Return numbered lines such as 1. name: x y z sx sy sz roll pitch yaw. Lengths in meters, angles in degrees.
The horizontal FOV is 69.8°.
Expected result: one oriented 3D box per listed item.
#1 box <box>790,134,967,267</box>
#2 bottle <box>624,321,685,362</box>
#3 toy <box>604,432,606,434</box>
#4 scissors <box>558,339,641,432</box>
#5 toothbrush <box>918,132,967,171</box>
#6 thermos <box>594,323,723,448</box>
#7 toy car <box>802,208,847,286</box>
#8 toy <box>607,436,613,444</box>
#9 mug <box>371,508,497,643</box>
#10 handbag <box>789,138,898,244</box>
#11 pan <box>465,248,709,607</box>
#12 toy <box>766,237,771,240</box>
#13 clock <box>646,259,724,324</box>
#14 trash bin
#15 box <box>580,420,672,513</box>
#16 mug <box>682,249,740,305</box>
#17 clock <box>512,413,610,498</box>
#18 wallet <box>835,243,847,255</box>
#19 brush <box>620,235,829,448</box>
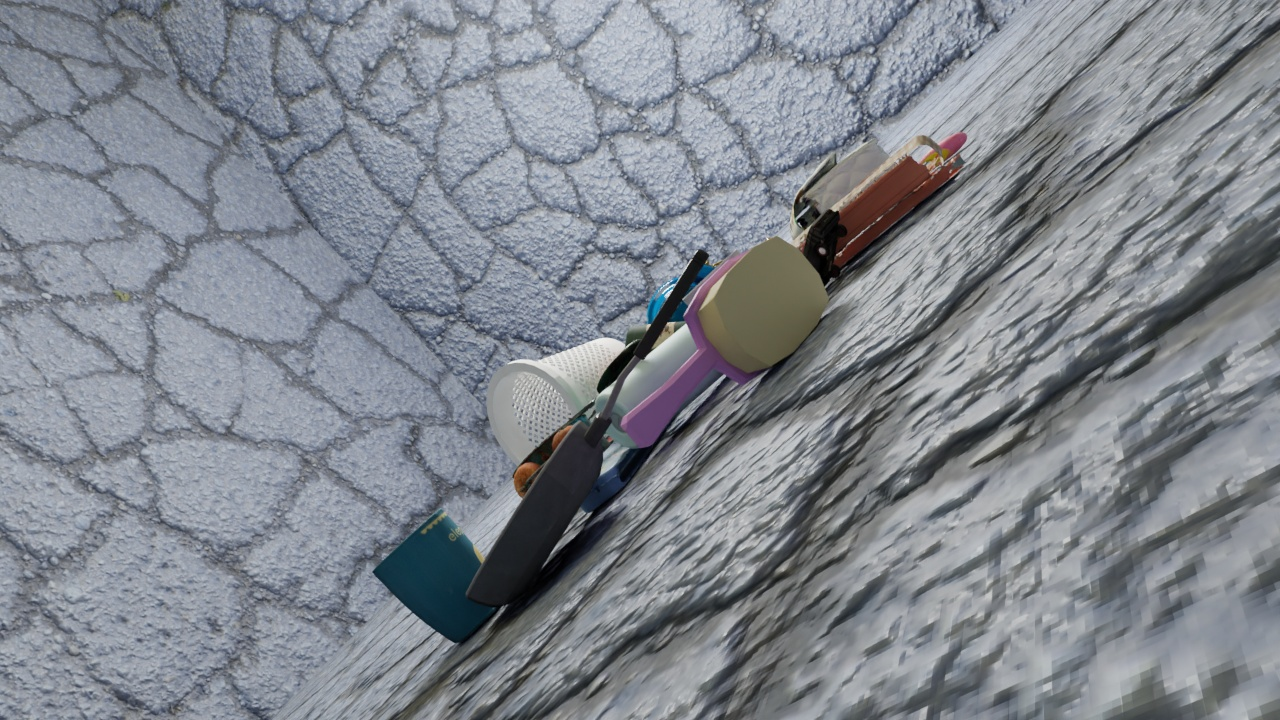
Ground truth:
1. box: 0.229 -0.143 0.895 0.188 0.085 0.048 -39 37 39
2. bottle: 0.049 -0.015 1.176 0.131 0.061 0.061 -4 -16 35
3. toy: -0.005 0.040 1.144 0.130 0.072 0.193 -34 5 -13
4. scissors: -0.006 0.006 0.968 0.201 0.015 0.202 -39 -8 -29
5. toothbrush: 0.314 -0.213 1.025 0.136 0.021 0.016 -44 15 51
6. thermos: 0.047 0.004 0.924 0.206 0.065 0.078 -39 29 -30
7. toy car: 0.171 -0.102 0.883 0.040 0.037 0.092 -46 -30 -33
8. toy: -0.025 0.091 1.210 0.111 0.030 0.049 -45 -12 -33
9. mug: -0.184 0.206 0.869 0.084 0.104 0.112 -43 0 -11
10. handbag: 0.243 -0.203 1.134 0.139 0.072 0.194 -38 -5 6
11. pan: -0.038 0.064 0.771 0.358 0.041 0.178 -58 -1 13
12. toy: 0.147 -0.103 1.171 0.085 0.074 0.105 -33 1 24
13. clock: 0.081 -0.069 1.258 0.161 0.117 0.060 -46 9 5
14. trash bin: -0.101 0.060 1.440 0.199 0.195 0.196 -31 -8 -48
15. box: -0.012 0.088 0.952 0.066 0.037 0.209 -39 4 28
16. mug: 0.109 -0.061 0.878 0.107 0.089 0.071 -42 2 28
17. clock: -0.088 0.125 1.065 0.121 0.073 0.157 -43 -9 3
18. wallet: 0.195 -0.108 1.095 0.115 0.026 0.089 -43 0 -10
19. brush: 0.068 -0.014 0.733 0.228 0.089 0.043 -45 7 -34
